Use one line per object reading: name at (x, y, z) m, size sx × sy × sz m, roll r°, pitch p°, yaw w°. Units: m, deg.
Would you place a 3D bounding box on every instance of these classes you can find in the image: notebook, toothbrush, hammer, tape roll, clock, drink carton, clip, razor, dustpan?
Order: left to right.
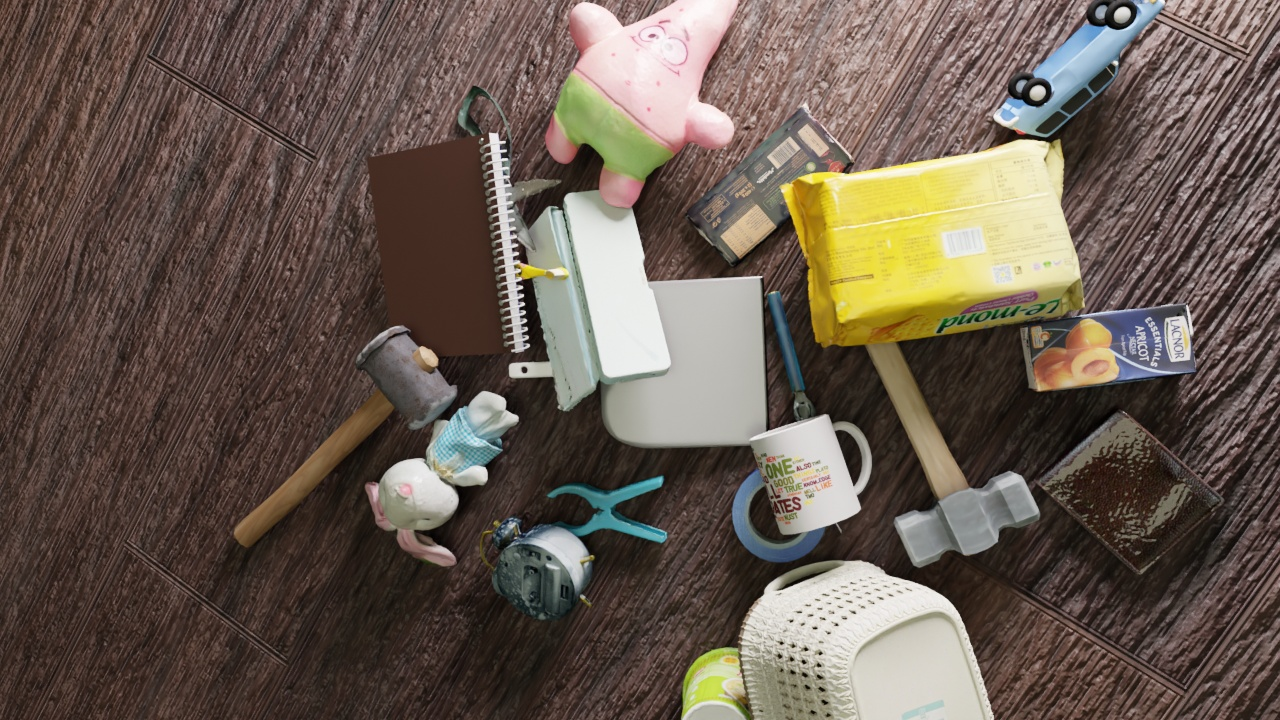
hammer at (-0.324, 0.098, 0.964) m, size 0.329 × 0.052 × 0.098 m, roll -42°, pitch 86°, yaw 19°
notebook at (-0.194, -0.109, 0.918) m, size 0.172 × 0.022 × 0.209 m, roll -2°, pitch 98°, yaw 30°
toothbrush at (-0.113, -0.087, 0.898) m, size 0.136 × 0.016 × 0.021 m, roll 11°, pitch 105°, yaw 51°
clock at (-0.107, 0.205, 0.914) m, size 0.129 × 0.052 × 0.090 m, roll 13°, pitch 115°, yaw 18°
clip at (-0.034, 0.165, 0.921) m, size 0.127 × 0.028 × 0.113 m, roll 7°, pitch 91°, yaw 12°
dustpan at (-0.005, 0.005, 0.909) m, size 0.258 × 0.033 × 0.163 m, roll -2°, pitch 90°, yaw 5°
tape roll at (0.135, 0.146, 0.884) m, size 0.093 × 0.016 × 0.091 m, roll -29°, pitch 85°, yaw 12°
razor at (0.145, 0.004, 0.876) m, size 0.042 × 0.022 × 0.144 m, roll -16°, pitch 87°, yaw 12°
hammer at (0.240, 0.023, 0.843) m, size 0.117 × 0.051 × 0.322 m, roll -25°, pitch 83°, yaw 10°
drink carton at (0.408, -0.010, 0.804) m, size 0.130 × 0.040 × 0.064 m, roll -8°, pitch 90°, yaw 13°

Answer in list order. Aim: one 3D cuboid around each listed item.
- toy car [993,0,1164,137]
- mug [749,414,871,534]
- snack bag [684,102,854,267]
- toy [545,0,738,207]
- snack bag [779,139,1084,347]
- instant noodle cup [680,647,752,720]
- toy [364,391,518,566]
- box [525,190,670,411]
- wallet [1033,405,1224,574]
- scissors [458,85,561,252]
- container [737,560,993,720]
toy car at (0.378, -0.254, 0.788) m, size 0.055 × 0.056 × 0.154 m, roll 41°, pitch 111°, yaw -12°
mug at (0.162, 0.098, 0.835) m, size 0.105 × 0.073 × 0.089 m, roll -17°, pitch 86°, yaw -15°
snack bag at (0.122, -0.165, 0.878) m, size 0.155 × 0.018 × 0.074 m, roll -41°, pitch 82°, yaw 11°
toy at (0.013, -0.267, 0.865) m, size 0.192 × 0.097 × 0.237 m, roll 39°, pitch 91°, yaw 3°
snack bag at (0.256, -0.103, 0.800) m, size 0.247 × 0.068 × 0.159 m, roll -9°, pitch 82°, yaw 5°
instant noodle cup at (0.079, 0.333, 0.856) m, size 0.099 × 0.108 × 0.099 m, roll 0°, pitch 90°, yaw 12°
toy at (-0.199, 0.118, 0.918) m, size 0.131 × 0.105 × 0.205 m, roll 43°, pitch 102°, yaw 6°
box at (-0.047, -0.061, 0.882) m, size 0.126 × 0.075 × 0.197 m, roll -29°, pitch 65°, yaw 36°
wallet at (0.429, 0.115, 0.809) m, size 0.120 × 0.031 × 0.099 m, roll 45°, pitch 103°, yaw 7°
scissors at (-0.172, -0.165, 0.932) m, size 0.204 × 0.015 × 0.201 m, roll -37°, pitch 65°, yaw 21°
container at (0.201, 0.302, 0.784) m, size 0.184 × 0.143 × 0.246 m, roll -16°, pitch 88°, yaw -24°
